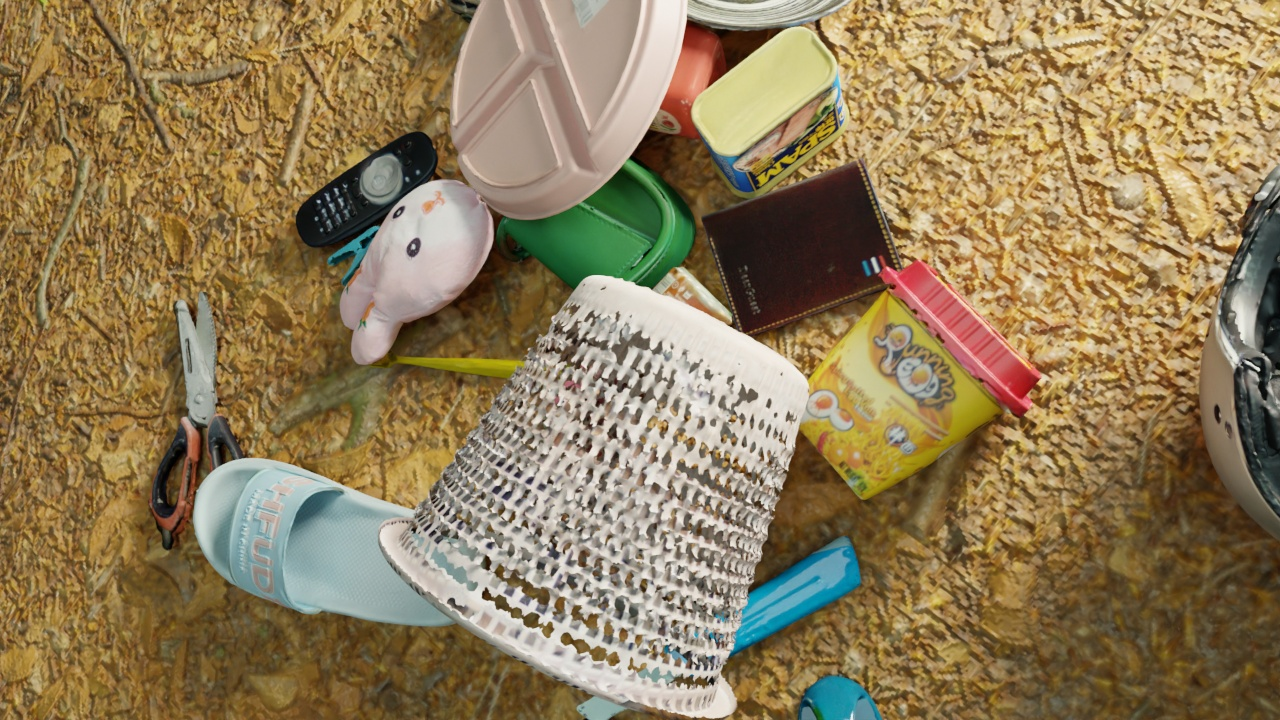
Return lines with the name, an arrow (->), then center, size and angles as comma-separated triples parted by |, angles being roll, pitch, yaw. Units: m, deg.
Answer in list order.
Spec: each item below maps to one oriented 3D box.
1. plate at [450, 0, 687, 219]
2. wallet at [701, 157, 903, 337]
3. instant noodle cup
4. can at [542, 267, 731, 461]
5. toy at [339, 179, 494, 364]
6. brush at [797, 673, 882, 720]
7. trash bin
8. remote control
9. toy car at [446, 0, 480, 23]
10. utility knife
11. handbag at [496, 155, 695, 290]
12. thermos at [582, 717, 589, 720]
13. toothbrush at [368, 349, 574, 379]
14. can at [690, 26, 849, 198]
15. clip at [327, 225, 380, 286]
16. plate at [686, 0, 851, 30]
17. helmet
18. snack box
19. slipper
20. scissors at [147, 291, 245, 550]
plate -> -0.062, -0.211, 0.636 | 0.230, 0.028, 0.229 | -14, 69, 41
wallet -> 0.113, -0.078, 0.647 | 0.122, 0.020, 0.096 | -19, 77, 15
instant noodle cup -> 0.166, 0.017, 0.574 | 0.124, 0.116, 0.116 | -46, 73, 18
can -> -0.004, 0.004, 0.648 | 0.147, 0.058, 0.058 | -46, 73, 6
toy -> -0.177, -0.070, 0.705 | 0.160, 0.054, 0.121 | -47, 45, 12
brush -> 0.132, 0.268, 0.562 | 0.055, 0.073, 0.143 | -12, 78, 10
trash bin -> -0.008, 0.065, 0.537 | 0.227, 0.227, 0.192 | 25, 87, 18
remote control -> -0.221, -0.137, 0.751 | 0.136, 0.024, 0.053 | -30, 72, 10
toy car -> -0.112, -0.288, 0.735 | 0.090, 0.035, 0.042 | 21, 91, 15
utility knife -> 0.052, 0.185, 0.613 | 0.216, 0.018, 0.034 | -31, 79, 2
handbag -> -0.034, -0.095, 0.672 | 0.131, 0.068, 0.120 | 41, 103, 16
thermos -> 0.036, 0.341, 0.591 | 0.242, 0.068, 0.090 | 35, 121, 20
toothbrush -> -0.132, 0.004, 0.708 | 0.190, 0.016, 0.015 | 5, 84, 17
can -> 0.090, -0.168, 0.631 | 0.102, 0.083, 0.057 | -37, 74, 9
clip -> -0.231, -0.089, 0.753 | 0.055, 0.013, 0.038 | -41, 74, 7
plate -> 0.075, -0.285, 0.654 | 0.179, 0.024, 0.179 | -1, 56, 1
helmet -> 0.411, 0.000, 0.475 | 0.230, 0.157, 0.273 | 25, 79, 19
snack box -> 0.017, -0.205, 0.657 | 0.080, 0.091, 0.082 | 19, 89, 11
slipper -> -0.235, 0.143, 0.687 | 0.245, 0.074, 0.104 | 11, 86, 14
scissors -> -0.379, 0.054, 0.775 | 0.202, 0.015, 0.204 | 39, 94, 18
